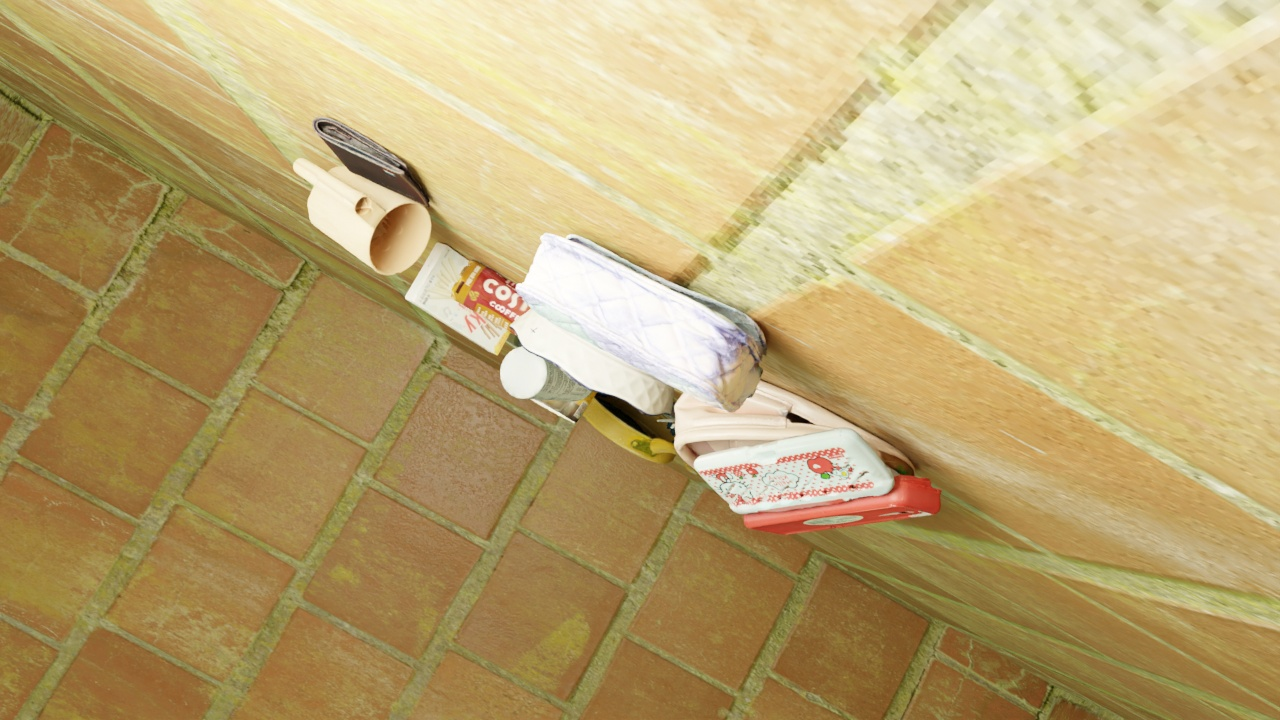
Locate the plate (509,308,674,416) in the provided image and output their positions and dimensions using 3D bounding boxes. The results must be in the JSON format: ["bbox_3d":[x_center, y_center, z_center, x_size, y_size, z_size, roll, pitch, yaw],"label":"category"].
[{"bbox_3d":[-0.046,-0.005,1.033,0.205,0.045,0.204,29,-174,-4],"label":"plate"}]

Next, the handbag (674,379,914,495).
[{"bbox_3d":[0.166,0.090,0.944,0.235,0.093,0.193,7,159,30],"label":"handbag"}]

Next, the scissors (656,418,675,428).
[{"bbox_3d":[0.072,0.065,1.092,0.172,0.012,0.133,10,-166,-24],"label":"scissors"}]

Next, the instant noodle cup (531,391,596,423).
[{"bbox_3d":[-0.099,0.013,1.231,0.118,0.114,0.118,28,172,4],"label":"instant noodle cup"}]

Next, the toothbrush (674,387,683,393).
[{"bbox_3d":[0.081,0.042,1.118,0.016,0.018,0.192,35,169,-23],"label":"toothbrush"}]

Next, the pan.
[{"bbox_3d":[0.015,0.117,1.463,0.197,0.078,0.357,27,-167,-25],"label":"pan"}]

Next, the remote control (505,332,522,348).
[{"bbox_3d":[-0.159,-0.033,1.360,0.019,0.056,0.135,22,169,41],"label":"remote control"}]

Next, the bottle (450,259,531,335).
[{"bbox_3d":[-0.149,-0.060,1.151,0.175,0.057,0.057,30,172,-3],"label":"bottle"}]

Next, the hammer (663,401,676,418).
[{"bbox_3d":[-0.054,0.028,1.437,0.324,0.032,0.126,24,177,45],"label":"hammer"}]

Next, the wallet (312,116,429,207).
[{"bbox_3d":[-0.254,-0.187,0.878,0.096,0.020,0.122,29,174,0],"label":"wallet"}]

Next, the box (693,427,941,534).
[{"bbox_3d":[0.165,0.124,0.880,0.161,0.058,0.202,32,147,-30],"label":"box"}]

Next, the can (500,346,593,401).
[{"bbox_3d":[-0.104,0.018,1.070,0.058,0.058,0.146,27,-174,20],"label":"can"}]

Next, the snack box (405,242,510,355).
[{"bbox_3d":[-0.226,-0.079,1.206,0.027,0.084,0.156,19,168,45],"label":"snack box"}]

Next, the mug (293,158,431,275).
[{"bbox_3d":[-0.294,-0.157,0.956,0.103,0.084,0.124,32,173,24],"label":"mug"}]

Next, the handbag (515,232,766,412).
[{"bbox_3d":[0.005,-0.032,0.735,0.194,0.075,0.134,29,177,16],"label":"handbag"}]
